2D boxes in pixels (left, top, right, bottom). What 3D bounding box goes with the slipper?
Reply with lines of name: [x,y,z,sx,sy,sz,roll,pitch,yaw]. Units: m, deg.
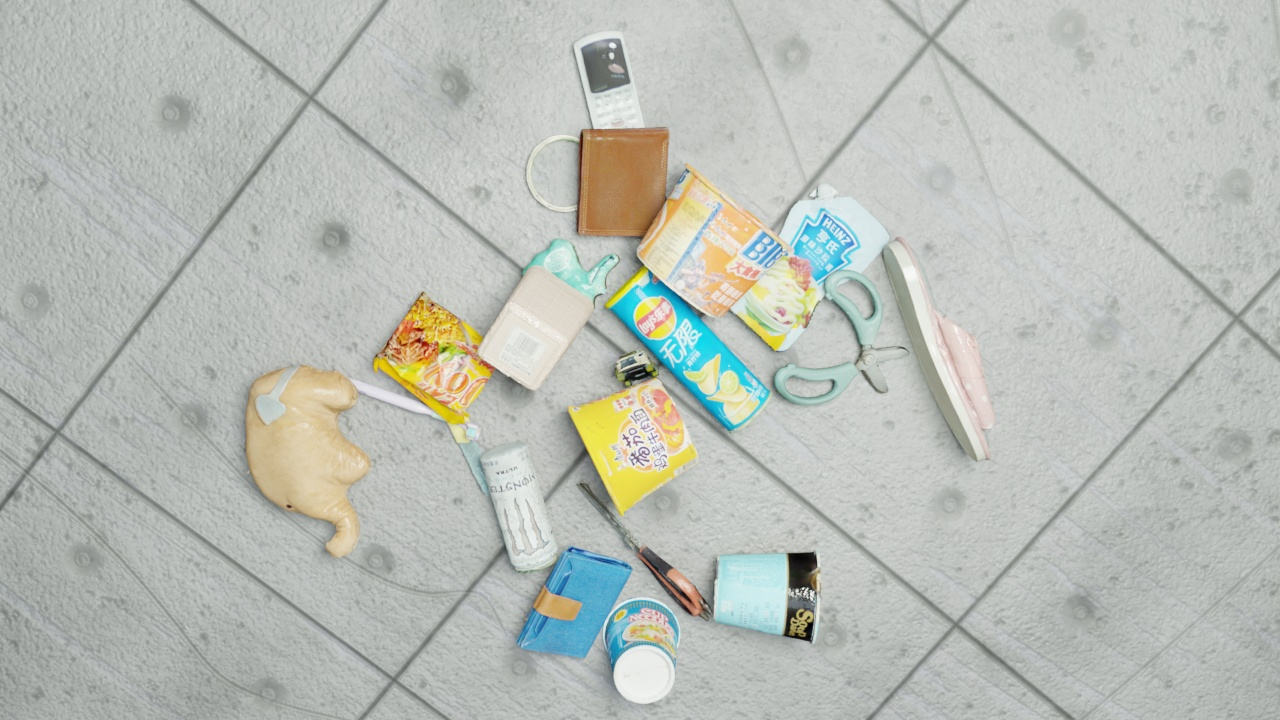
slipper: [0.348,-0.016,1.043,0.054,0.114,0.274,-23,92,6]

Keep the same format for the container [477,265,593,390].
container: [-0.118,-0.034,1.015,0.090,0.110,0.090,34,116,-6]

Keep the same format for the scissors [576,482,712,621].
scissors: [0.005,0.224,1.087,0.015,0.193,0.207,-43,126,-19]

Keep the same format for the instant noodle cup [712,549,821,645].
instant noodle cup: [0.148,0.274,1.088,0.120,0.111,0.111,4,98,6]

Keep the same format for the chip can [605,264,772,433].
chip can: [0.057,-0.013,1.054,0.071,0.071,0.210,-44,97,5]

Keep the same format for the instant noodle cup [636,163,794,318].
instant noodle cup: [0.075,-0.125,1.004,0.151,0.151,0.111,38,103,-6]

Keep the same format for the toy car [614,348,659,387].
toy car: [-0.006,0.006,1.047,0.042,0.090,0.035,-22,82,5]

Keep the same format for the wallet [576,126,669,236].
wallet: [-0.020,-0.199,1.030,0.101,0.032,0.125,-1,113,-11]

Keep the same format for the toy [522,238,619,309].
toy: [-0.074,-0.102,1.059,0.096,0.030,0.092,-42,101,7]

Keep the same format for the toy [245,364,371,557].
toy: [-0.384,0.117,1.060,0.143,0.082,0.226,-4,102,12]

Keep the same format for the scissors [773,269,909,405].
scissors: [0.225,-0.010,1.068,0.180,0.019,0.170,-32,113,-2]

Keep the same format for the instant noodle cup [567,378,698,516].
instant noodle cup: [-0.006,0.091,1.043,0.109,0.138,0.138,-27,98,-5]

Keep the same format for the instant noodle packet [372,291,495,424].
instant noodle packet: [-0.227,-0.001,1.051,0.128,0.044,0.110,36,75,-8]

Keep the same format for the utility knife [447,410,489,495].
utility knife: [-0.224,0.061,1.086,0.031,0.022,0.219,-24,92,6]

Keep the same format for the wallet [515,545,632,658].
wallet: [-0.079,0.292,1.100,0.106,0.040,0.133,23,98,-35]

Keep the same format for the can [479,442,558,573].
can: [-0.142,0.173,1.084,0.058,0.058,0.147,-15,98,1]

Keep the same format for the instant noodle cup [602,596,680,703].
instant noodle cup: [0.003,0.349,1.089,0.099,0.110,0.099,0,99,-2]

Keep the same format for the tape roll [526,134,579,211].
tape roll: [-0.087,-0.213,1.049,0.086,0.014,0.086,0,99,-1]

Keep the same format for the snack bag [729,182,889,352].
snack bag: [0.189,-0.110,1.061,0.110,0.039,0.191,43,95,3]

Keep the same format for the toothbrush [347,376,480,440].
toothbrush: [-0.277,0.052,1.075,0.189,0.021,0.029,21,136,3]

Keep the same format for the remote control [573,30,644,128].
remote control: [-0.031,-0.292,1.035,0.058,0.021,0.150,-14,99,1]
